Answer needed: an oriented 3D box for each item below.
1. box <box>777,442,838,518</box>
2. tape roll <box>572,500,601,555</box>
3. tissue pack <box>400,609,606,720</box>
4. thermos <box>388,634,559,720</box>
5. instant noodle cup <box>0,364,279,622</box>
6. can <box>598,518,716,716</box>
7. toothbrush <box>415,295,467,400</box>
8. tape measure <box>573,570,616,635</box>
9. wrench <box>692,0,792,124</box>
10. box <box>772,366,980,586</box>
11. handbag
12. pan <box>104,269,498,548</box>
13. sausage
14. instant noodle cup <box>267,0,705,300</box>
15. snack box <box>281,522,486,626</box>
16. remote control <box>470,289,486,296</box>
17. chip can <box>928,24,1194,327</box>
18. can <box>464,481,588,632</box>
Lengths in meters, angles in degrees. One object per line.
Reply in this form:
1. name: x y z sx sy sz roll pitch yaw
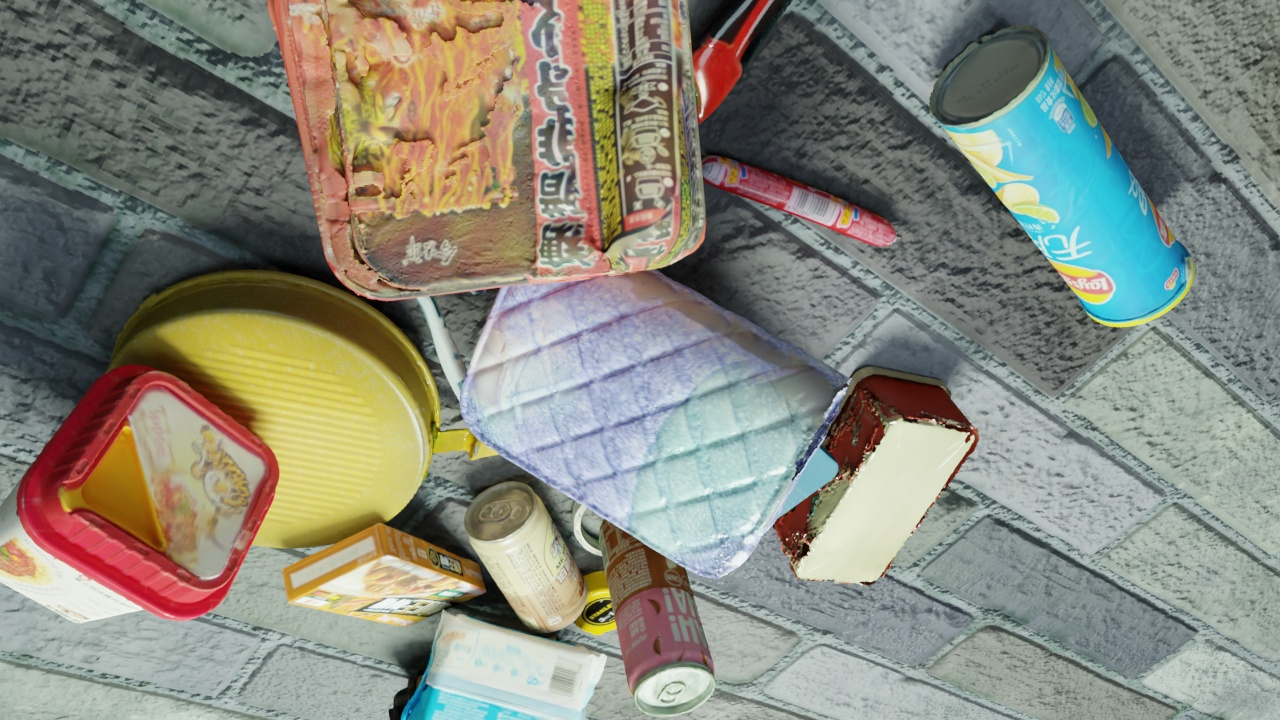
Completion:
1. box: 0.053 0.044 0.623 0.090 0.059 0.184 -41 132 16
2. tape roll: -0.010 0.118 0.704 0.085 0.013 0.086 -6 128 -8
3. tissue pack: -0.102 0.251 0.699 0.140 0.090 0.063 17 165 -7
4. thermos: -0.126 0.285 0.762 0.143 0.093 0.093 -22 129 -5
5. instant noodle cup: -0.287 0.083 0.505 0.124 0.116 0.116 -24 126 27
6. can: 0.009 0.169 0.642 0.058 0.147 0.058 -7 128 -9
7. toothbrush: -0.130 -0.042 0.522 0.018 0.016 0.192 -16 111 12
8. tape measure: -0.030 0.194 0.748 0.060 0.028 0.057 -36 127 15
9. wrench: 0.057 -0.171 0.484 0.056 0.016 0.274 22 114 -33
10. box: 0.173 0.096 0.689 0.091 0.076 0.169 10 123 -21
11. handbag: 0.003 0.020 0.515 0.194 0.075 0.134 31 113 11
12. pan: -0.151 0.044 0.598 0.357 0.078 0.198 13 125 -14
13. sausage: 0.097 -0.098 0.560 0.155 0.020 0.020 16 122 -22
14. instant noodle cup: -0.069 -0.119 0.447 0.189 0.079 0.164 -7 107 -5
15. snack box: -0.176 0.156 0.650 0.075 0.026 0.154 -25 154 5
16. remote control: -0.071 -0.091 0.524 0.125 0.024 0.049 -40 124 16
17. chip can: 0.261 -0.104 0.559 0.071 0.071 0.210 -42 124 18
18. can: -0.083 0.148 0.681 0.058 0.058 0.116 -19 129 2
